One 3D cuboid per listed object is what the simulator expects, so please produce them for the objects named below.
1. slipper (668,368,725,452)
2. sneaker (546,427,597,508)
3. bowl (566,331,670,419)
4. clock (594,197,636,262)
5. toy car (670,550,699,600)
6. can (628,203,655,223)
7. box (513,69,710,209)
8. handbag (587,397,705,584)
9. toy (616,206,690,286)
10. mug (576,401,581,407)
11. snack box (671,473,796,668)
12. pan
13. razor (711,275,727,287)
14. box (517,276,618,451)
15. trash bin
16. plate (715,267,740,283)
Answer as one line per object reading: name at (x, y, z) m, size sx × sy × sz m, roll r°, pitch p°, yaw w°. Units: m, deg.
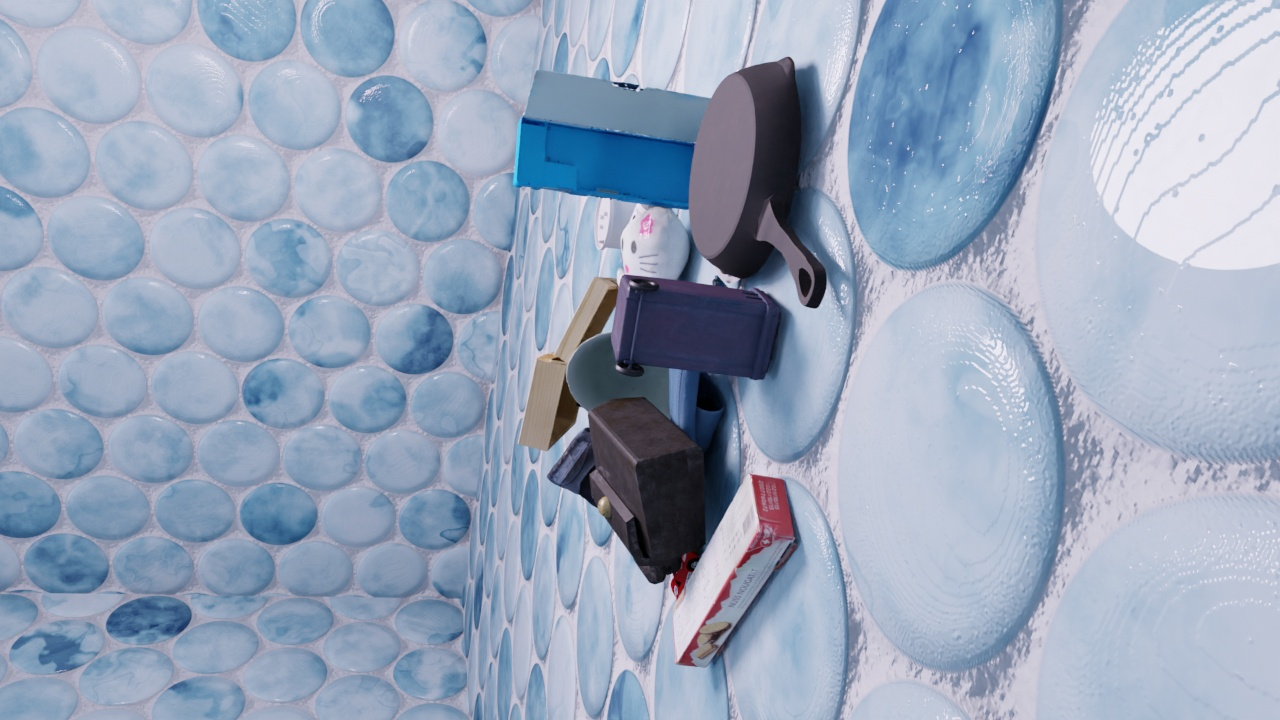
slipper at (0.065, 0.036, 1.087) m, size 0.103 × 0.059 × 0.214 m, roll -106°, pitch 12°, yaw -57°
sneaker at (-0.036, 0.170, 1.316) m, size 0.097 × 0.151 × 0.252 m, roll -52°, pitch -7°, yaw 0°
bowl at (-0.007, 0.007, 1.176) m, size 0.067 × 0.174 × 0.175 m, roll -80°, pitch 8°, yaw -45°
clock at (-0.045, -0.255, 1.558) m, size 0.120 × 0.061 × 0.159 m, roll 120°, pitch 150°, yaw -57°
toy car at (0.052, 0.261, 1.123) m, size 0.038 × 0.025 × 0.090 m, roll -116°, pitch 34°, yaw -62°
can at (0.011, -0.220, 1.382) m, size 0.107 × 0.044 × 0.044 m, roll 117°, pitch 153°, yaw -54°
box at (-0.036, -0.290, 1.197) m, size 0.075 × 0.243 × 0.167 m, roll -110°, pitch 29°, yaw -56°
handbag at (-0.001, 0.169, 1.094) m, size 0.197 × 0.102 × 0.199 m, roll -142°, pitch 41°, yaw -65°
toy at (0.018, -0.104, 1.251) m, size 0.138 × 0.085 × 0.209 m, roll -147°, pitch 61°, yaw -70°
mug at (-0.043, 0.058, 1.364) m, size 0.081 × 0.111 × 0.085 m, roll -135°, pitch 46°, yaw -72°
snack box at (0.092, 0.230, 0.965) m, size 0.076 × 0.044 × 0.274 m, roll -93°, pitch 17°, yaw -45°
pan at (0.112, -0.164, 0.927) m, size 0.355 × 0.043 × 0.249 m, roll -105°, pitch 25°, yaw -51°
razor at (0.085, -0.077, 1.101) m, size 0.018 × 0.044 × 0.141 m, roll -44°, pitch 8°, yaw -6°
box at (-0.095, -0.005, 1.358) m, size 0.257 × 0.076 × 0.247 m, roll -63°, pitch -1°, yaw 7°
trash bin at (0.057, -0.034, 0.942) m, size 0.092 × 0.160 × 0.094 m, roll -110°, pitch 29°, yaw -70°
plate at (0.119, -0.172, 1.028) m, size 0.173 × 0.019 × 0.173 m, roll -176°, pitch 91°, yaw -74°
